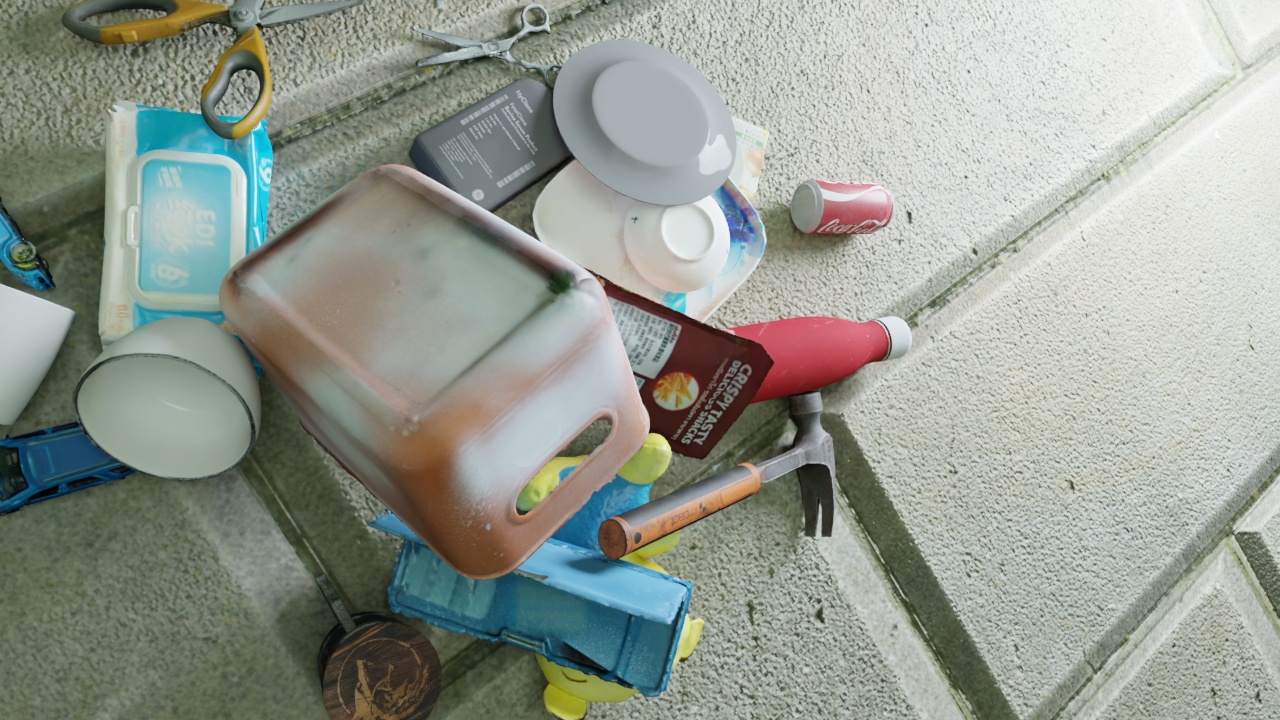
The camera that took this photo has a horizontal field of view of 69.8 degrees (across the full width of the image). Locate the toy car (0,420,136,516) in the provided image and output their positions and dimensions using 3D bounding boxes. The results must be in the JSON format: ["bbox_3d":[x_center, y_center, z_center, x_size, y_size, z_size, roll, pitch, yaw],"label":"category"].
[{"bbox_3d":[-0.416,0.070,0.648,0.120,0.044,0.056,-16,88,-24],"label":"toy car"}]

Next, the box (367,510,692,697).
[{"bbox_3d":[-0.087,0.179,0.674,0.232,0.112,0.094,16,90,11],"label":"box"}]

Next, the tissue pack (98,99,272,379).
[{"bbox_3d":[-0.341,-0.089,0.694,0.117,0.066,0.209,0,83,-21],"label":"tissue pack"}]

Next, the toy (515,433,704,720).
[{"bbox_3d":[-0.029,0.178,0.770,0.149,0.084,0.214,-12,86,-2],"label":"toy"}]

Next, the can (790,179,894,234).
[{"bbox_3d":[0.207,-0.156,0.937,0.096,0.054,0.054,-3,83,-23],"label":"can"}]

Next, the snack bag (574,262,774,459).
[{"bbox_3d":[-0.005,0.005,0.788,0.208,0.139,0.066,27,31,-6],"label":"snack bag"}]

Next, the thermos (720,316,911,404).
[{"bbox_3d":[0.160,-0.007,0.883,0.239,0.073,0.073,-10,86,-24],"label":"thermos"}]

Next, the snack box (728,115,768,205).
[{"bbox_3d":[0.047,-0.168,0.887,0.132,0.027,0.167,18,76,-18],"label":"snack box"}]

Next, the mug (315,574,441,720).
[{"bbox_3d":[-0.205,0.213,0.678,0.079,0.107,0.116,-29,93,-24],"label":"mug"}]

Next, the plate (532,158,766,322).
[{"bbox_3d":[0.010,-0.119,0.841,0.186,0.016,0.187,-45,100,-18],"label":"plate"}]

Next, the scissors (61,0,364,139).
[{"bbox_3d":[-0.324,-0.252,0.717,0.225,0.016,0.229,-14,61,-18],"label":"scissors"}]

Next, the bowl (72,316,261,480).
[{"bbox_3d":[-0.320,0.021,0.638,0.116,0.117,0.065,19,35,-19],"label":"bowl"}]

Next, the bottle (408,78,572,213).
[{"bbox_3d":[-0.109,-0.198,0.816,0.173,0.046,0.084,-38,97,-23],"label":"bottle"}]

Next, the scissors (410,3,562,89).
[{"bbox_3d":[-0.125,-0.273,0.839,0.141,0.014,0.147,-44,100,-25],"label":"scissors"}]

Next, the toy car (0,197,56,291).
[{"bbox_3d":[-0.459,-0.092,0.652,0.032,0.048,0.105,-37,97,-24],"label":"toy car"}]

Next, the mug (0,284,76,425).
[{"bbox_3d":[-0.463,-0.013,0.631,0.114,0.081,0.087,17,80,12],"label":"mug"}]

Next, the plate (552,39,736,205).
[{"bbox_3d":[0.009,-0.220,0.828,0.178,0.012,0.178,9,65,-19],"label":"plate"}]

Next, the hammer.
[{"bbox_3d":[0.080,0.120,0.783,0.313,0.035,0.138,-13,94,-49],"label":"hammer"}]

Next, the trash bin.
[{"bbox_3d":[-0.142,-0.004,0.637,0.260,0.157,0.181,33,65,31],"label":"trash bin"}]

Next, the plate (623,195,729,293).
[{"bbox_3d":[0.038,-0.114,0.826,0.104,0.026,0.104,2,83,-20],"label":"plate"}]
